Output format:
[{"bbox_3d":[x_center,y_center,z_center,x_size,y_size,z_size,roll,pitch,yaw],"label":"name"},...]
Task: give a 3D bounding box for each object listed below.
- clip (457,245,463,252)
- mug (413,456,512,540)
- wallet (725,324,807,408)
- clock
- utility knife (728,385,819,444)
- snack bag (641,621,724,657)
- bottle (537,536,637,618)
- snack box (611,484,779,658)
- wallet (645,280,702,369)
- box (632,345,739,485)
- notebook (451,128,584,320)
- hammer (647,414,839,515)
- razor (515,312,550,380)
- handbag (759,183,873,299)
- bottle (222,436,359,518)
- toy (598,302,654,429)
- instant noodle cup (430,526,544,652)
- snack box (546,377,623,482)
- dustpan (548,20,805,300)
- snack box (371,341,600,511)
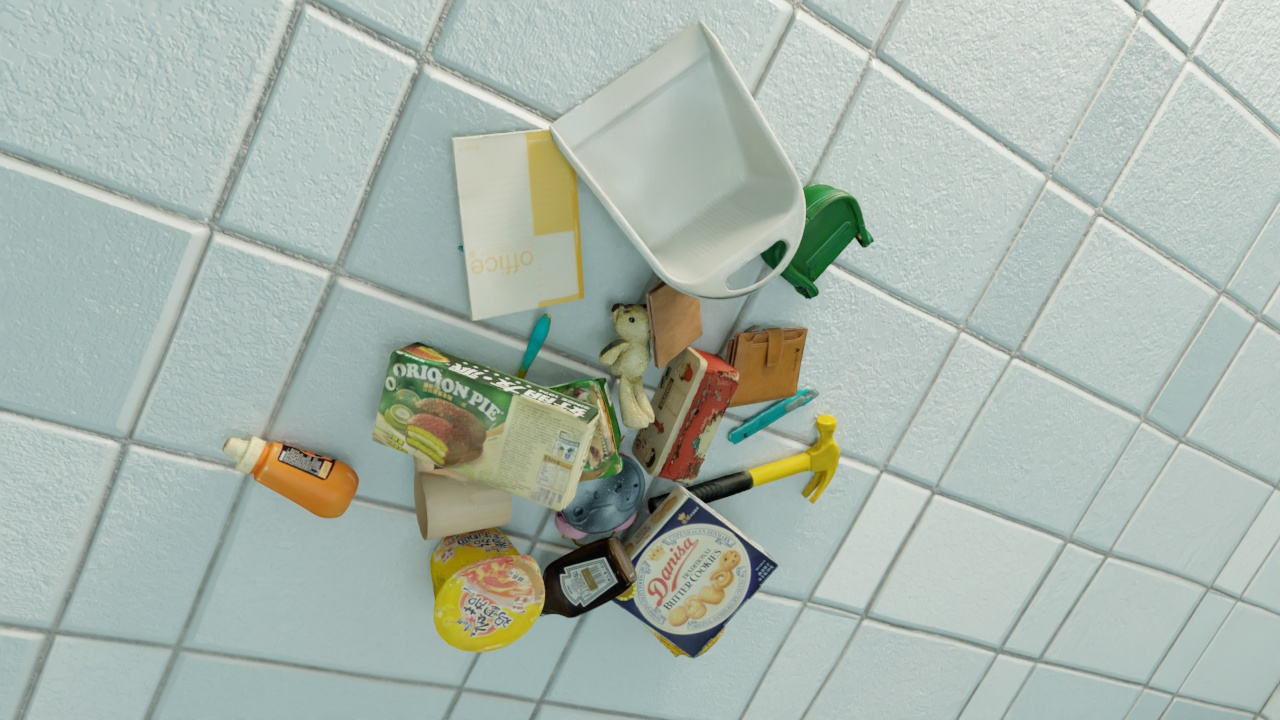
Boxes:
[{"bbox_3d":[-0.181,-0.123,1.049,0.057,0.014,0.047,30,95,-29],"label":"clip"},{"bbox_3d":[-0.220,0.149,1.119,0.103,0.084,0.124,-6,87,-23],"label":"mug"},{"bbox_3d":[0.167,0.001,1.235,0.130,0.035,0.119,-6,116,-37],"label":"wallet"},{"bbox_3d":[-0.058,0.179,1.207,0.117,0.060,0.159,-9,113,-22],"label":"clock"},{"bbox_3d":[0.189,0.076,1.298,0.151,0.013,0.029,-29,119,-10],"label":"utility knife"},{"bbox_3d":[0.039,0.329,1.319,0.128,0.073,0.208,-37,114,-5],"label":"snack bag"},{"bbox_3d":[-0.102,0.304,1.215,0.195,0.044,0.080,-29,84,14],"label":"bottle"},{"bbox_3d":[0.064,0.291,1.259,0.182,0.045,0.178,39,96,-19],"label":"snack box"},{"bbox_3d":[0.043,-0.057,1.139,0.115,0.020,0.101,-38,129,-49],"label":"wallet"},{"bbox_3d":[0.065,0.072,1.196,0.080,0.091,0.168,16,104,-26],"label":"box"},{"bbox_3d":[-0.135,-0.156,1.046,0.145,0.010,0.206,-13,115,-26],"label":"notebook"},{"bbox_3d":[0.154,0.172,1.312,0.300,0.033,0.129,-14,115,-18],"label":"hammer"},{"bbox_3d":[-0.138,0.001,1.112,0.043,0.028,0.133,26,104,1],"label":"razor"},{"bbox_3d":[0.229,-0.155,1.184,0.131,0.068,0.120,-48,123,1],"label":"handbag"},{"bbox_3d":[-0.397,0.125,1.036,0.149,0.067,0.067,30,97,-24],"label":"bottle"},{"bbox_3d":[-0.007,0.007,1.136,0.105,0.066,0.157,-5,92,-52],"label":"toy"},{"bbox_3d":[-0.201,0.278,1.156,0.138,0.110,0.138,-9,115,-20],"label":"instant noodle cup"},{"bbox_3d":[-0.077,0.074,1.103,0.118,0.105,0.118,-12,101,15],"label":"snack box"},{"bbox_3d":[0.068,-0.205,1.046,0.222,0.142,0.258,-37,126,-6],"label":"dustpan"},{"bbox_3d":[-0.174,0.073,1.035,0.240,0.063,0.114,19,105,8],"label":"snack box"}]
